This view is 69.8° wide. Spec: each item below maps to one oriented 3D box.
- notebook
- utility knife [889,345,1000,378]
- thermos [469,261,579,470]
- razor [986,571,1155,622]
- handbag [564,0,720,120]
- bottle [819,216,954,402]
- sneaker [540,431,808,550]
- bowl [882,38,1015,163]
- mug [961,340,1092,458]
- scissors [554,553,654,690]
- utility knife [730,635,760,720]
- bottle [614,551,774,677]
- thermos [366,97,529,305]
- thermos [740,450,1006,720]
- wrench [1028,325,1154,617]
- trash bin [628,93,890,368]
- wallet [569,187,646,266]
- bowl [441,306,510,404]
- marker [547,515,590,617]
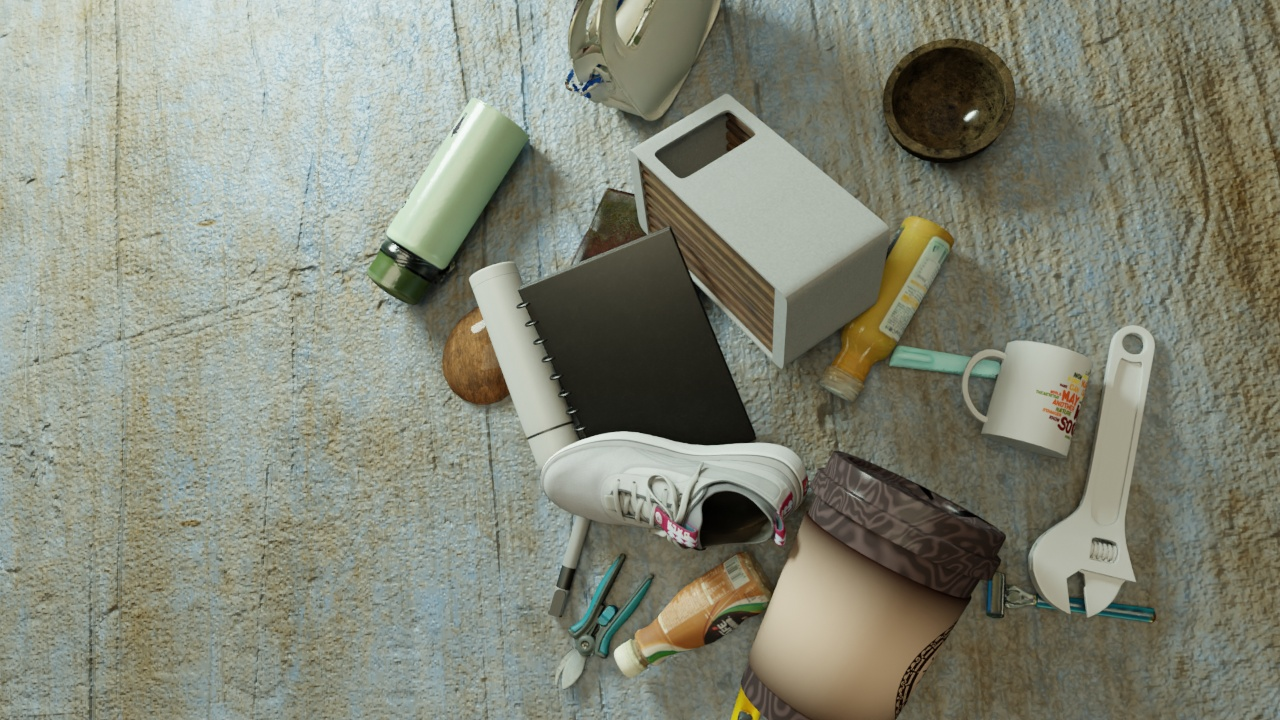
[{"bbox_3d":[-0.005,0.005,0.911,0.169,0.019,0.231,-21,106,10],"label":"notebook"},{"bbox_3d":[0.304,0.004,0.891,0.120,0.015,0.022,9,85,13],"label":"utility knife"},{"bbox_3d":[-0.118,0.009,0.961,0.052,0.052,0.224,-21,85,10],"label":"thermos"},{"bbox_3d":[0.390,0.222,0.836,0.144,0.022,0.042,6,79,10],"label":"razor"},{"bbox_3d":[-0.008,-0.357,0.928,0.093,0.199,0.200,27,86,20],"label":"handbag"},{"bbox_3d":[0.237,-0.048,0.896,0.053,0.053,0.186,30,90,16],"label":"bottle"},{"bbox_3d":[0.024,0.135,0.872,0.263,0.128,0.097,1,108,12],"label":"sneaker"},{"bbox_3d":[0.302,-0.248,0.907,0.121,0.056,0.121,-2,81,13],"label":"bowl"},{"bbox_3d":[0.349,0.031,0.845,0.105,0.073,0.089,17,86,15],"label":"mug"},{"bbox_3d":[-0.036,0.268,0.934,0.148,0.019,0.132,-12,78,11],"label":"scissors"},{"bbox_3d":[0.099,0.364,0.890,0.030,0.018,0.206,16,89,24],"label":"utility knife"},{"bbox_3d":[0.050,0.252,0.893,0.167,0.059,0.059,-35,75,7],"label":"bottle"},{"bbox_3d":[-0.213,-0.170,1.015,0.082,0.082,0.231,32,90,16],"label":"thermos"},{"bbox_3d":[0.195,0.217,0.813,0.173,0.172,0.226,26,95,16],"label":"thermos"},{"bbox_3d":[0.418,0.096,0.838,0.087,0.018,0.273,12,80,11],"label":"wrench"},{"bbox_3d":[0.106,-0.126,0.866,0.114,0.115,0.229,-33,60,-14],"label":"trash bin"},{"bbox_3d":[-0.011,-0.122,0.967,0.099,0.031,0.119,16,66,18],"label":"wallet"},{"bbox_3d":[-0.172,-0.009,1.004,0.102,0.026,0.114,29,90,16],"label":"bowl"},{"bbox_3d":[-0.069,0.196,0.953,0.016,0.016,0.140,15,86,15],"label":"marker"}]
